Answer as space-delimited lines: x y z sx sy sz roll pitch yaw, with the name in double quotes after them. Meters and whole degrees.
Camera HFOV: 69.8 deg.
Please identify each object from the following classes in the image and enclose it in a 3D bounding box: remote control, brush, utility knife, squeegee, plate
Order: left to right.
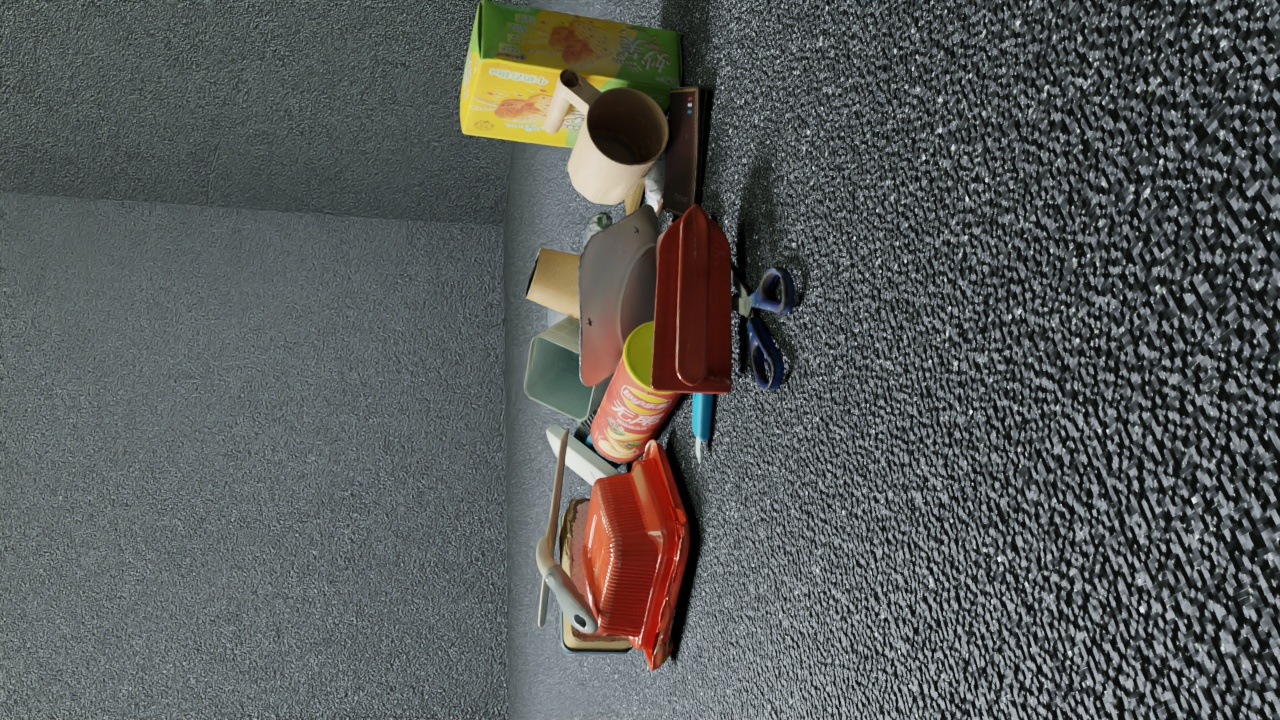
-0.086 0.223 0.966 0.246 0.039 0.246 -138 54 -71 "squeegee"
-0.068 0.128 1.146 0.135 0.019 0.056 32 150 40 "remote control"
-0.045 0.103 1.161 0.073 0.055 0.144 64 159 14 "brush"
-0.008 -0.063 0.920 0.163 0.034 0.164 -42 -40 -52 "plate"
0.042 -0.047 0.718 0.069 0.063 0.145 77 -164 -79 "brush"
0.055 0.007 0.796 0.034 0.018 0.166 -146 57 -76 "utility knife"

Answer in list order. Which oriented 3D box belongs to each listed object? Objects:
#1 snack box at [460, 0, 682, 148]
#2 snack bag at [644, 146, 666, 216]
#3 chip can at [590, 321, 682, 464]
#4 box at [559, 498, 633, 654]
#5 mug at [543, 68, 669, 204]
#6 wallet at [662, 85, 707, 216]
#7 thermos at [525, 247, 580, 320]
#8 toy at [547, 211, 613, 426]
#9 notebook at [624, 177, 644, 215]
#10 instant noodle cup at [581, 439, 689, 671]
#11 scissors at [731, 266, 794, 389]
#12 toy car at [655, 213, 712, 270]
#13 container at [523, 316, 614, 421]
-0.079 -0.295 0.980 0.158 0.210 0.070 140 131 -68 "snack box"
0.017 -0.199 0.983 0.045 0.026 0.105 131 138 -65 "snack bag"
-0.002 0.038 0.921 0.217 0.073 0.073 118 151 -63 "chip can"
-0.046 0.250 1.049 0.059 0.089 0.184 119 154 -56 "box"
-0.042 -0.227 0.934 0.084 0.124 0.104 -54 4 -21 "mug"
0.043 -0.201 0.886 0.096 0.020 0.122 -126 38 -70 "wallet"
-0.056 -0.079 1.054 0.093 0.143 0.093 -165 91 -78 "thermos"
-0.071 -0.045 1.213 0.138 0.091 0.357 -127 35 -48 "toy"
-0.010 -0.287 1.157 0.150 0.012 0.211 107 161 -52 "notebook"
-0.008 0.190 0.912 0.164 0.079 0.189 -112 29 -59 "instant noodle cup"
0.085 -0.045 0.685 0.147 0.012 0.169 104 164 -50 "scissors"
0.038 -0.103 0.853 0.122 0.037 0.056 161 109 -76 "toy car"
-0.071 -0.001 1.108 0.111 0.090 0.090 -45 -27 -54 "container"
